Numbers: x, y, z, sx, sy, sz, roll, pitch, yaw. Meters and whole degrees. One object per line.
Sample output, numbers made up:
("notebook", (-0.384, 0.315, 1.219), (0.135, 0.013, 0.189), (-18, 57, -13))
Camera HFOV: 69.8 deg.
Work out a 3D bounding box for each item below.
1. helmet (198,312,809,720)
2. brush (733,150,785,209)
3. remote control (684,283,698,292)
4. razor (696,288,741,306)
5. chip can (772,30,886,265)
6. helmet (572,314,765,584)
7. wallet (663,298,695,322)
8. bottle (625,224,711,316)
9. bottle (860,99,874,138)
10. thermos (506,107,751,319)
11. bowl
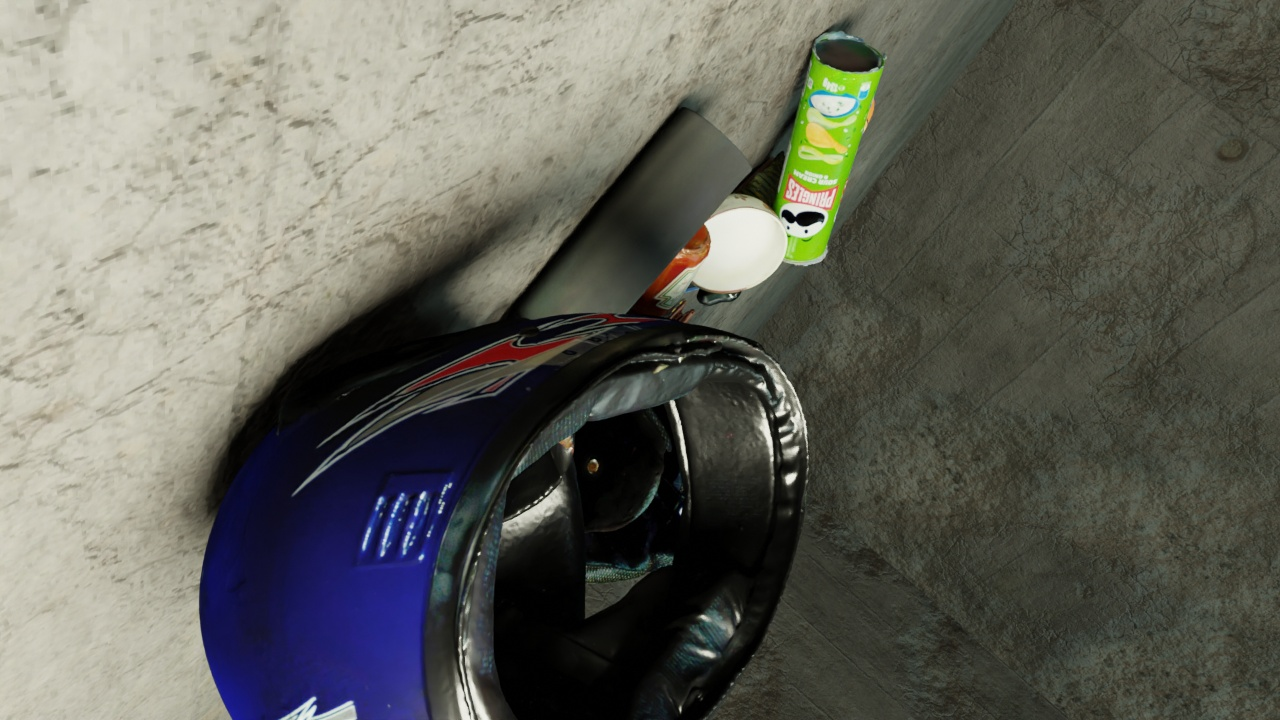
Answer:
("helmet", (-0.078, 0.097, 0.506), (0.241, 0.247, 0.314), (-3, -159, 40))
("brush", (0.132, -0.174, 1.060), (0.145, 0.063, 0.073), (-44, 179, -27))
("remote control", (0.090, -0.112, 1.095), (0.124, 0.024, 0.049), (-18, 150, -24))
("razor", (0.104, -0.124, 1.169), (0.062, 0.067, 0.168), (-55, 168, -19))
("chip can", (0.181, -0.206, 0.928), (0.072, 0.072, 0.237), (-44, 155, -36))
("helmet", (-0.012, 0.071, 0.837), (0.274, 0.230, 0.233), (-54, 148, -3))
("wallet", (0.009, -0.021, 1.197), (0.101, 0.032, 0.125), (-43, 180, -38))
("bottle", (0.005, -0.064, 0.892), (0.059, 0.060, 0.207), (-44, 172, -36))
("bottle", (0.213, -0.241, 1.031), (0.067, 0.067, 0.149), (62, 46, -82))
("thermos", (-0.023, -0.068, 0.657), (0.242, 0.068, 0.090), (-50, 178, 3))
("bowl", (0.092, -0.132, 0.966), (0.114, 0.113, 0.062), (-55, -146, 37))
